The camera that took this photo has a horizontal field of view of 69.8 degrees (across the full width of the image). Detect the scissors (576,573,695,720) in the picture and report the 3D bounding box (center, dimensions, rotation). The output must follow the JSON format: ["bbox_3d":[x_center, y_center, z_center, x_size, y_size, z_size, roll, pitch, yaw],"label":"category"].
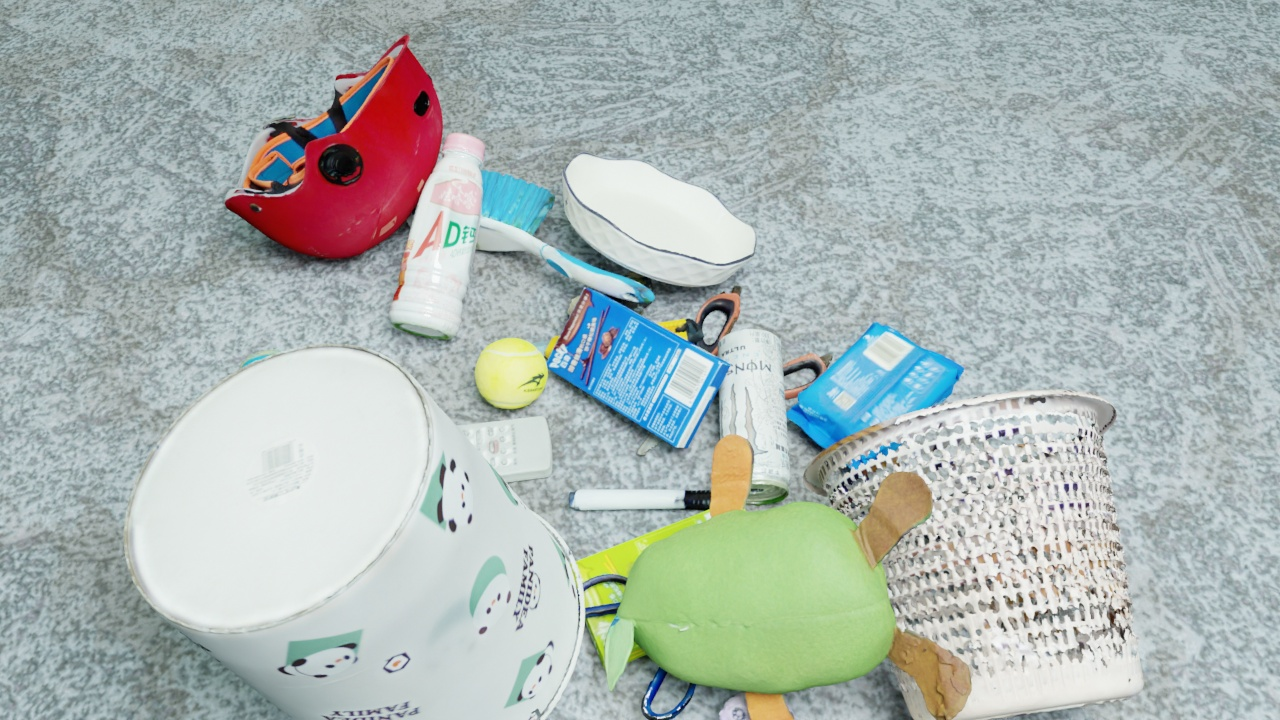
[{"bbox_3d":[0.028,0.191,0.698,0.162,0.012,0.175,11,55,8],"label":"scissors"}]

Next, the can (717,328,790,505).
[{"bbox_3d":[0.097,0.048,0.797,0.058,0.058,0.146,1,63,1],"label":"can"}]

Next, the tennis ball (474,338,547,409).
[{"bbox_3d":[-0.117,0.012,0.834,0.065,0.066,0.065,0,53,0],"label":"tennis ball"}]

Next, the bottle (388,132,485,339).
[{"bbox_3d":[-0.189,-0.122,0.890,0.068,0.068,0.196,10,79,8],"label":"bottle"}]

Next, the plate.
[{"bbox_3d":[0.014,-0.138,0.909,0.205,0.046,0.204,18,31,-12],"label":"plate"}]

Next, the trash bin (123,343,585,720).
[{"bbox_3d":[-0.177,0.135,0.606,0.230,0.252,0.229,-7,54,9],"label":"trash bin"}]

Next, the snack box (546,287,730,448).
[{"bbox_3d":[-0.005,0.005,0.822,0.157,0.026,0.084,30,98,27],"label":"snack box"}]

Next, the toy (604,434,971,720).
[{"bbox_3d":[0.087,0.160,0.615,0.247,0.089,0.227,-11,86,28],"label":"toy"}]

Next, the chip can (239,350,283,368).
[{"bbox_3d":[-0.314,0.094,0.773,0.071,0.071,0.209,-6,53,-4],"label":"chip can"}]

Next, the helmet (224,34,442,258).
[{"bbox_3d":[-0.282,-0.198,0.923,0.240,0.144,0.206,-34,33,11],"label":"helmet"}]

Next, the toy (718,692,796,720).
[{"bbox_3d":[0.082,0.284,0.641,0.084,0.039,0.107,15,53,-12],"label":"toy"}]

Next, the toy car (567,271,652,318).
[{"bbox_3d":[-0.031,-0.057,0.900,0.090,0.042,0.035,-25,47,-18],"label":"toy car"}]

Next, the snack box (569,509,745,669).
[{"bbox_3d":[0.027,0.176,0.734,0.156,0.026,0.085,-20,55,-14],"label":"snack box"}]

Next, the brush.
[{"bbox_3d":[-0.109,-0.128,0.924,0.315,0.060,0.109,13,60,24],"label":"brush"}]

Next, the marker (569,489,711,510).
[{"bbox_3d":[0.004,0.120,0.781,0.131,0.023,0.018,-1,39,3],"label":"marker"}]

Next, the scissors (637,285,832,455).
[{"bbox_3d":[0.073,0.013,0.863,0.189,0.015,0.225,20,57,15],"label":"scissors"}]

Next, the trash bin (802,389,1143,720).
[{"bbox_3d":[0.246,0.149,0.651,0.227,0.228,0.192,-7,66,-4],"label":"trash bin"}]

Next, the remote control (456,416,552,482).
[{"bbox_3d":[-0.153,0.083,0.809,0.150,0.021,0.058,-7,53,-5],"label":"remote control"}]

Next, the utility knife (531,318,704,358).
[{"bbox_3d":[-0.048,-0.016,0.878,0.219,0.015,0.033,-7,47,3],"label":"utility knife"}]

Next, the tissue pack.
[{"bbox_3d":[0.210,0.033,0.822,0.095,0.052,0.156,37,62,27],"label":"tissue pack"}]
